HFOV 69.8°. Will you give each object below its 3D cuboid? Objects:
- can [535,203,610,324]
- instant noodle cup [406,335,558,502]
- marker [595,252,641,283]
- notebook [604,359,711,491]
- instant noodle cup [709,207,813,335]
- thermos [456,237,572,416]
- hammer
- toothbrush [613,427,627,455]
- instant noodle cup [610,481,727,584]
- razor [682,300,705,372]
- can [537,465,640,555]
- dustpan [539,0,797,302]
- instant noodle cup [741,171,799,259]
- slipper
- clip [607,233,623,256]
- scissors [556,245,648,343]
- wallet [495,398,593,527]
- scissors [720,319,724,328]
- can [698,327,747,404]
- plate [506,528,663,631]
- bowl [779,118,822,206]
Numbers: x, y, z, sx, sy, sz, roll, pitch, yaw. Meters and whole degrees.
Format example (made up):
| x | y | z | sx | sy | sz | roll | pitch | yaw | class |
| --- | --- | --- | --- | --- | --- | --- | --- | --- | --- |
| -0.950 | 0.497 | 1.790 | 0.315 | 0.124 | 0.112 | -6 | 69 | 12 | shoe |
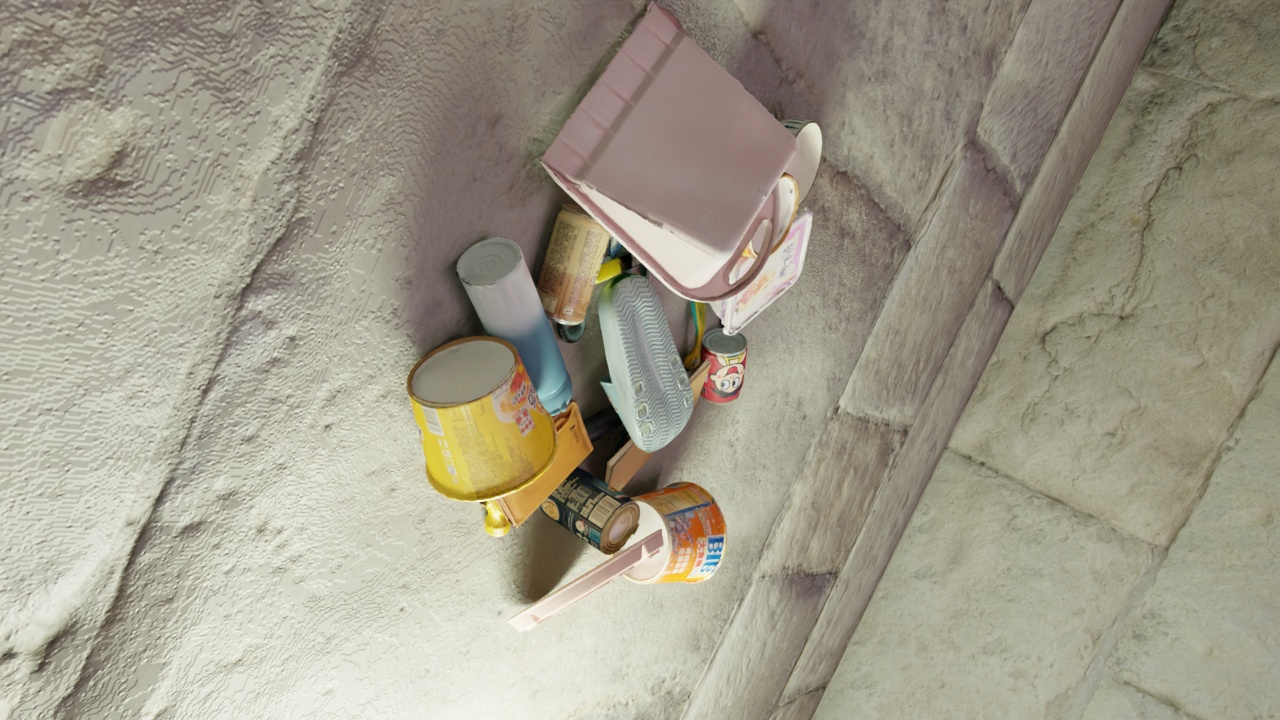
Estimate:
| x | y | z | sx | sy | sz | roll | pitch | yaw | class |
| --- | --- | --- | --- | --- | --- | --- | --- | --- | --- |
| -0.071 | -0.100 | 0.957 | 0.058 | 0.058 | 0.116 | -5 | 118 | -55 | can |
| -0.157 | 0.050 | 0.885 | 0.137 | 0.138 | 0.110 | -40 | 134 | -33 | instant noodle cup |
| -0.017 | -0.111 | 1.040 | 0.123 | 0.015 | 0.018 | -29 | 101 | -46 | marker |
| 0.019 | 0.105 | 1.261 | 0.211 | 0.012 | 0.150 | -45 | 164 | -28 | notebook |
| 0.155 | -0.131 | 1.243 | 0.173 | 0.060 | 0.138 | -41 | 150 | -31 | instant noodle cup |
| -0.122 | -0.025 | 0.934 | 0.070 | 0.070 | 0.221 | -47 | 146 | -24 | thermos |
| -0.075 | 0.094 | 1.120 | 0.299 | 0.033 | 0.129 | -30 | 137 | -38 | hammer |
| 0.000 | 0.058 | 1.230 | 0.016 | 0.018 | 0.192 | 4 | 110 | -58 | toothbrush |
| 0.032 | 0.253 | 1.317 | 0.111 | 0.151 | 0.151 | 2 | 112 | -48 | instant noodle cup |
| 0.074 | -0.044 | 1.256 | 0.043 | 0.028 | 0.133 | -27 | 133 | -40 | razor |
| -0.064 | 0.184 | 1.142 | 0.075 | 0.111 | 0.075 | -36 | 140 | -37 | can |
| 0.042 | -0.191 | 0.973 | 0.222 | 0.273 | 0.139 | -55 | -174 | -16 | dustpan |
| 0.122 | -0.191 | 1.128 | 0.137 | 0.109 | 0.138 | -37 | 141 | -37 | instant noodle cup |
| -0.006 | 0.006 | 1.099 | 0.103 | 0.074 | 0.246 | -41 | 128 | -35 | slipper |
| -0.029 | -0.140 | 1.004 | 0.024 | 0.027 | 0.056 | -45 | 151 | -30 | clip |
| -0.048 | -0.087 | 1.044 | 0.180 | 0.019 | 0.170 | -50 | 149 | -17 | scissors |
| -0.114 | 0.109 | 1.025 | 0.130 | 0.035 | 0.119 | -45 | 150 | -23 | wallet |
| 0.133 | -0.107 | 1.306 | 0.159 | 0.014 | 0.181 | -39 | 141 | -33 | scissors |
| 0.117 | 0.009 | 1.320 | 0.066 | 0.066 | 0.094 | -34 | 140 | -39 | can |
| -0.065 | 0.285 | 1.180 | 0.229 | 0.028 | 0.230 | -30 | 171 | -6 | plate |
| 0.184 | -0.262 | 1.202 | 0.116 | 0.066 | 0.117 | -40 | 141 | -42 | bowl |
